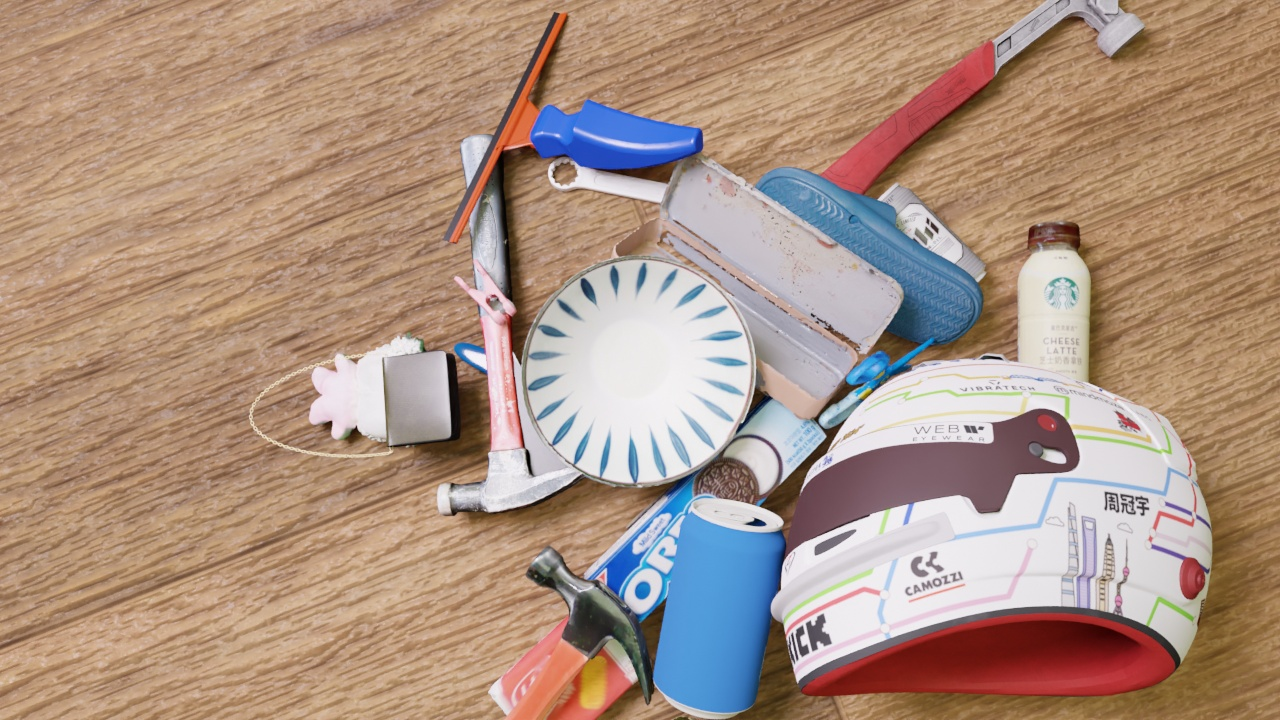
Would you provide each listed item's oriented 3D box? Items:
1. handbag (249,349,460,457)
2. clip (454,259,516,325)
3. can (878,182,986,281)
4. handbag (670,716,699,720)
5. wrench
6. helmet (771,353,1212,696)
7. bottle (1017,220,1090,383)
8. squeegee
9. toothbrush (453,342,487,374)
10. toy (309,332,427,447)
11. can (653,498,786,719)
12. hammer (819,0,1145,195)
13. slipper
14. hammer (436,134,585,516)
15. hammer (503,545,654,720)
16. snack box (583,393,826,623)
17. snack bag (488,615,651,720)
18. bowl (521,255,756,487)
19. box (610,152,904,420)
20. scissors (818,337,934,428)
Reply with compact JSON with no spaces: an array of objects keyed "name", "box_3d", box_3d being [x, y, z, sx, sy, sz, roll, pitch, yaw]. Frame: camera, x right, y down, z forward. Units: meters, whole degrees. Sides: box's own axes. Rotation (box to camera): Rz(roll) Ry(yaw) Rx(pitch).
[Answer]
[{"name":"handbag","box_3d":[-0.235,0.038,0.747,0.178,0.027,0.084,-7,82,10]},{"name":"clip","box_3d":[-0.122,-0.058,0.752,0.037,0.022,0.058,-40,84,-7]},{"name":"can","box_3d":[0.242,-0.101,0.781,0.044,0.044,0.106,-43,84,-4]},{"name":"handbag","box_3d":[0.046,0.382,0.666,0.089,0.191,0.232,-6,70,17]},{"name":"wrench","box_3d":[0.053,-0.140,0.807,0.273,0.009,0.047,12,83,2]},{"name":"helmet","box_3d":[0.240,0.113,0.658,0.314,0.232,0.235,4,56,-12]},{"name":"bottle","box_3d":[0.344,-0.033,0.765,0.056,0.056,0.162,4,83,1]},{"name":"squeegee","box_3d":[-0.034,-0.187,0.764,0.185,0.055,0.249,10,68,27]},{"name":"toothbrush","box_3d":[-0.102,0.017,0.787,0.132,0.016,0.021,27,80,4]},{"name":"toy","box_3d":[-0.228,0.028,0.777,0.109,0.041,0.095,-4,82,7]},{"name":"can","box_3d":[0.059,0.183,0.683,0.079,0.079,0.146,10,97,2]},{"name":"hammer","box_3d":[0.278,-0.243,0.801,0.315,0.036,0.126,-38,81,-5]},{"name":"slipper","box_3d":[0.183,-0.085,0.765,0.214,0.104,0.059,32,43,0]},{"name":"hammer","box_3d":[-0.112,-0.038,0.774,0.140,0.036,0.326,-8,78,1]},{"name":"hammer","box_3d":[-0.114,0.314,0.714,0.133,0.033,0.333,36,97,5]},{"name":"snack box","box_3d":[0.051,0.120,0.752,0.226,0.059,0.059,-43,88,-4]},{"name":"snack bag","box_3d":[-0.056,0.257,0.747,0.116,0.036,0.077,-42,85,-4]},{"name":"bowl","box_3d":[-0.004,0.004,0.716,0.177,0.071,0.177,-1,102,-7]},{"name":"box","box_3d":[0.085,-0.061,0.736,0.216,0.096,0.104,37,56,14]},{"name":"scissors","box_3d":[0.190,0.020,0.741,0.019,0.131,0.105,51,124,22]}]
